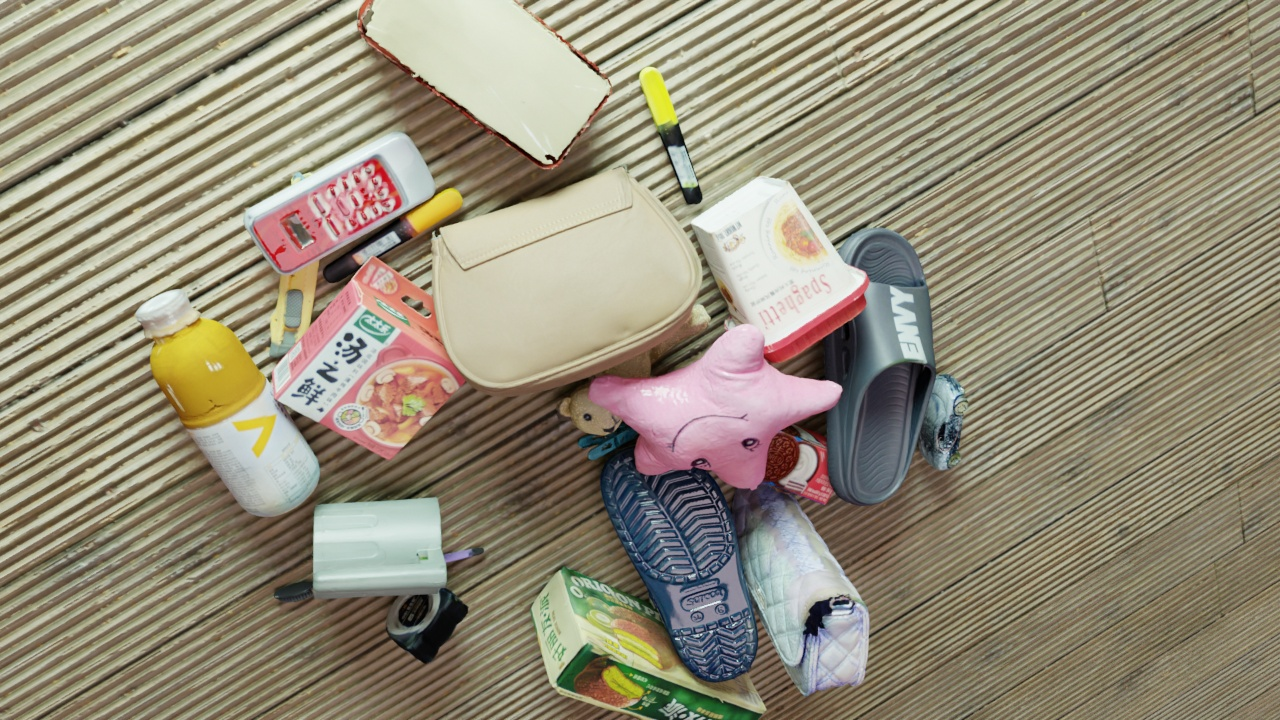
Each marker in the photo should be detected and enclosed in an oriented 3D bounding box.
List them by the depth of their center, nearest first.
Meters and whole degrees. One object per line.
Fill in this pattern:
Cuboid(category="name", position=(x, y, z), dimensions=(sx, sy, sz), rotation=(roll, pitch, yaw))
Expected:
Cuboid(category="marker", position=(-0.192, -0.096, 0.711), dimensions=(0.124, 0.015, 0.018), rotation=(-32, 124, 1))
Cuboid(category="marker", position=(0.026, -0.180, 0.746), dimensions=(0.018, 0.015, 0.124), rotation=(-27, 125, -4))

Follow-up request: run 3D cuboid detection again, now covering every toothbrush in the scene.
Cuboid(category="toothbrush", position=(-0.237, 0.197, 0.844), dimensions=(0.188, 0.014, 0.017), rotation=(-10, 126, -15))

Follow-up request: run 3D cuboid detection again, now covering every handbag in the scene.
Cuboid(category="handbag", position=(-0.060, -0.058, 0.721), dimensions=(0.204, 0.100, 0.147), rotation=(-20, 84, -7))
Cuboid(category="handbag", position=(0.146, 0.216, 0.883), dimensions=(0.075, 0.193, 0.134), rotation=(-9, 118, -12))

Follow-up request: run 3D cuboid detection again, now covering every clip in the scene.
Cuboid(category="clip", position=(-0.029, 0.073, 0.850), dimensions=(0.055, 0.038, 0.013), rotation=(-23, 122, -19))

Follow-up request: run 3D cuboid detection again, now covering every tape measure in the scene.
Cuboid(category="tape measure", position=(-0.200, 0.237, 0.847), dimensions=(0.065, 0.066, 0.033), rotation=(-50, 128, -23))

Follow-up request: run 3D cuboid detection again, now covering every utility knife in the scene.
Cuboid(category="utility knife", position=(-0.263, -0.070, 0.701), dimensions=(0.031, 0.018, 0.152), rotation=(3, 110, -27))

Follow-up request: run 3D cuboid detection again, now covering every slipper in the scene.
Cuboid(category="slipper", position=(0.234, 0.013, 0.850), dimensions=(0.110, 0.083, 0.268), rotation=(-5, 102, -26))
Cuboid(category="slipper", position=(0.046, 0.186, 0.885), dimensions=(0.105, 0.095, 0.253), rotation=(-23, 100, -1))

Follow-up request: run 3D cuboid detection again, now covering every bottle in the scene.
Cuboid(category="bottle", position=(-0.315, 0.034, 0.701), dimensions=(0.068, 0.068, 0.190), rotation=(-24, 121, -7))

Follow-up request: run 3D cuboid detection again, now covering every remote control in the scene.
Cuboid(category="remote control", position=(-0.220, -0.116, 0.677), dimensions=(0.136, 0.020, 0.056), rotation=(-31, 122, -11))

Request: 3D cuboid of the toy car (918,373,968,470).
Cuboid(category="toy car", position=(0.309, 0.064, 0.949), dimensions=(0.031, 0.049, 0.106), rotation=(-10, 118, -17))

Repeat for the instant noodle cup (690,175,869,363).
Cuboid(category="instant noodle cup", position=(0.111, -0.081, 0.775), dimensions=(0.116, 0.116, 0.124), rotation=(-32, 109, -2))

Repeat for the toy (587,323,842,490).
Cuboid(category="toy", position=(0.071, 0.048, 0.762), dimensions=(0.195, 0.074, 0.178), rotation=(-19, 130, 19))

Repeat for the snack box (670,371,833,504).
Cuboid(category="snack box", position=(0.103, 0.077, 0.878), dimensions=(0.207, 0.057, 0.058), rotation=(23, 103, -27))

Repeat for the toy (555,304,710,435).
Cuboid(category="toy", position=(-0.005, 0.005, 0.797), dimensions=(0.157, 0.066, 0.105), rotation=(-46, 138, 16))

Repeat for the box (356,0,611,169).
Cuboid(category="box", position=(-0.105, -0.216, 0.642), dimensions=(0.168, 0.079, 0.091), rotation=(32, 102, -30))

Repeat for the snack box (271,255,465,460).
Cuboid(category="snack box", position=(-0.206, 0.002, 0.730), dimensions=(0.127, 0.044, 0.113), rotation=(-47, 127, 9))

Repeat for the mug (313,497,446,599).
Cuboid(category="mug", position=(-0.221, 0.164, 0.771), dimensions=(0.103, 0.124, 0.084), rotation=(1, 97, -17))

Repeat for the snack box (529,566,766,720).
Cuboid(category="snack box", position=(0.009, 0.302, 0.925), dimensions=(0.240, 0.114, 0.063), rotation=(30, 104, -30))
